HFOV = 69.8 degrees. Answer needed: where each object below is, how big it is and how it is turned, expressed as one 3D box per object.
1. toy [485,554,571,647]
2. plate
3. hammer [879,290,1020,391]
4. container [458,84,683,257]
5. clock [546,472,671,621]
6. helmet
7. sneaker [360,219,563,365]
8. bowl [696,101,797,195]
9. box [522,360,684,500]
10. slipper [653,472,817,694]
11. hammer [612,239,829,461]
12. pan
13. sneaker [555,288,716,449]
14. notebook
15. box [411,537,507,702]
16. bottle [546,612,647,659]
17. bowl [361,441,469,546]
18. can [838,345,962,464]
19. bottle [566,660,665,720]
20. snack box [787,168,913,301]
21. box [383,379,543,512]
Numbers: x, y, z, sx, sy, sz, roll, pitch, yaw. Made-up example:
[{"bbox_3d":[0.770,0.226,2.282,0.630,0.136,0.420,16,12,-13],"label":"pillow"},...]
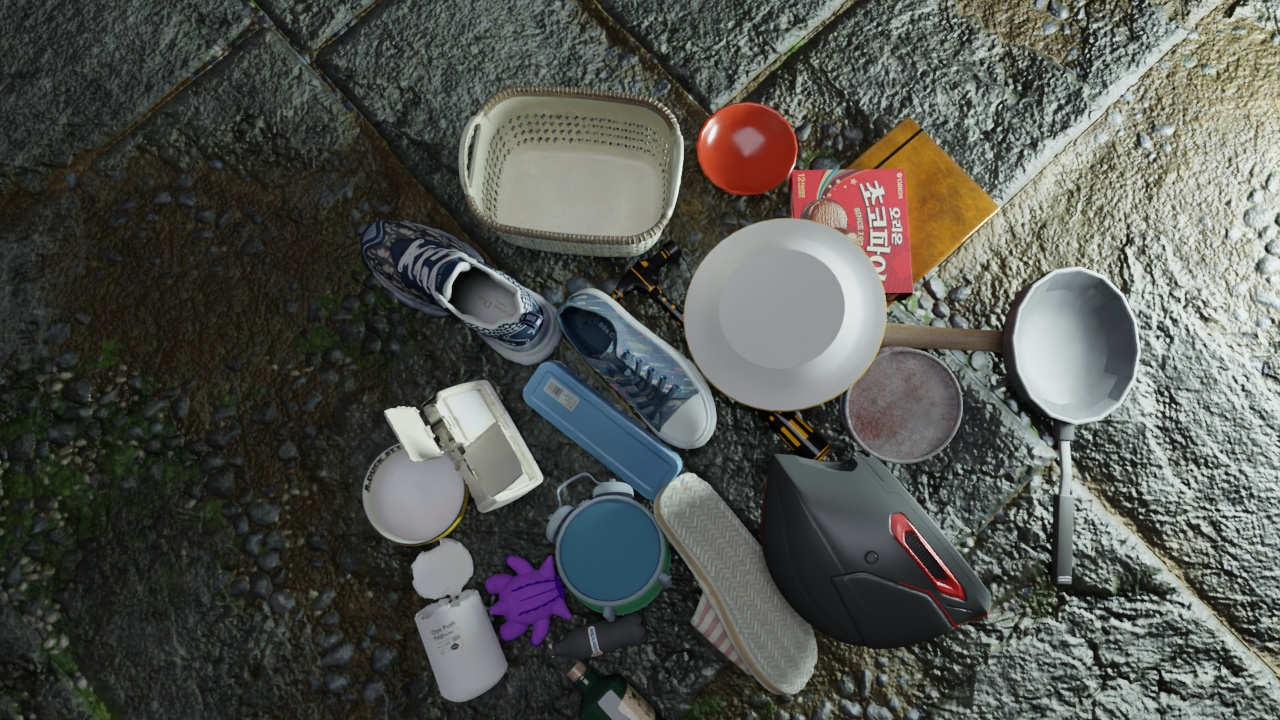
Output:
[{"bbox_3d":[-0.124,0.264,1.018,0.088,0.056,0.106,-19,78,-1],"label":"toy"},{"bbox_3d":[0.160,-0.056,1.040,0.230,0.021,0.229,-3,76,13],"label":"plate"},{"bbox_3d":[0.305,-0.030,1.071,0.331,0.031,0.119,3,82,-2],"label":"hammer"},{"bbox_3d":[-0.075,-0.211,1.071,0.246,0.143,0.184,7,79,3],"label":"container"},{"bbox_3d":[-0.039,0.201,1.024,0.122,0.075,0.161,-30,66,-6],"label":"clock"},{"bbox_3d":[0.223,0.204,0.967,0.170,0.164,0.264,-39,89,5],"label":"helmet"},{"bbox_3d":[-0.216,-0.094,1.056,0.269,0.132,0.103,31,82,8],"label":"sneaker"},{"bbox_3d":[0.130,-0.255,1.130,0.122,0.035,0.122,0,78,1],"label":"bowl"},{"bbox_3d":[-0.043,0.081,1.075,0.210,0.049,0.066,37,100,10],"label":"box"},{"bbox_3d":[0.096,0.246,1.001,0.114,0.052,0.263,-35,91,-40],"label":"slipper"},{"bbox_3d":[0.096,0.003,1.080,0.123,0.036,0.320,-43,79,-3],"label":"hammer"},{"bbox_3d":[0.479,0.073,1.042,0.178,0.041,0.357,4,86,-18],"label":"pan"},{"bbox_3d":[-0.006,0.006,1.046,0.235,0.079,0.087,46,105,10],"label":"sneaker"},{"bbox_3d":[0.286,-0.169,1.119,0.249,0.014,0.178,-40,81,-7],"label":"notebook"},{"bbox_3d":[-0.207,0.282,1.011,0.084,0.112,0.162,-20,92,1],"label":"box"},{"bbox_3d":[-0.049,0.308,1.016,0.110,0.036,0.036,-14,78,-2],"label":"bottle"},{"bbox_3d":[-0.249,0.150,1.038,0.117,0.068,0.117,0,79,1],"label":"bowl"},{"bbox_3d":[0.293,0.050,1.041,0.130,0.044,0.130,0,95,3],"label":"can"},{"bbox_3d":[-0.027,0.379,0.989,0.131,0.061,0.061,44,85,9],"label":"bottle"},{"bbox_3d":[0.247,-0.148,1.088,0.132,0.036,0.152,-1,79,1],"label":"snack box"},{"bbox_3d":[-0.172,0.085,0.992,0.095,0.185,0.145,-33,84,9],"label":"box"}]
